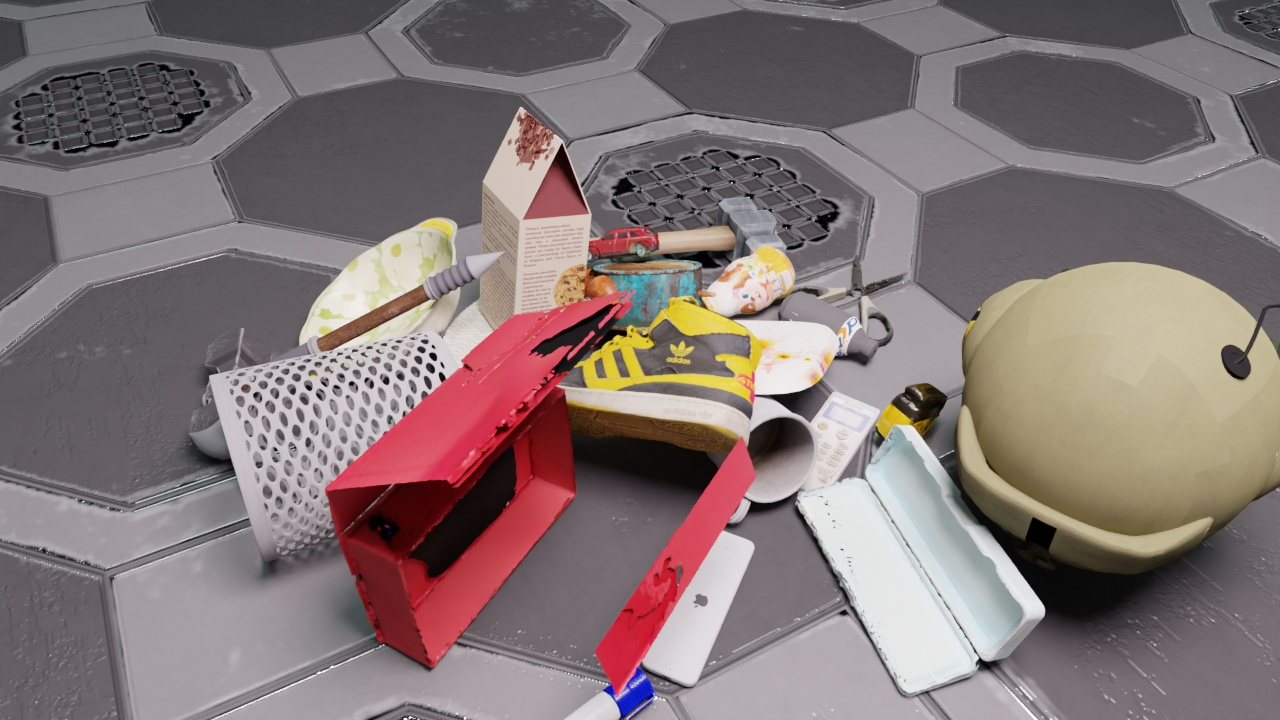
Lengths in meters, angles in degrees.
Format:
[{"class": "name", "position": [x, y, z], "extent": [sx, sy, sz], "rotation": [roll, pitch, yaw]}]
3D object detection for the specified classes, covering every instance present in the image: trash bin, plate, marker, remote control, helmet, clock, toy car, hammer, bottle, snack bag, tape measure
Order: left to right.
[{"class": "trash bin", "position": [-0.243, 0.064, 0.771], "extent": [0.183, 0.157, 0.156], "rotation": [-16, 44, -23]}, {"class": "hammer", "position": [-0.269, -0.028, 0.856], "extent": [0.322, 0.043, 0.155], "rotation": [-26, 42, 9]}, {"class": "snack bag", "position": [-0.100, -0.121, 0.862], "extent": [0.069, 0.207, 0.094], "rotation": [-10, 35, -27]}, {"class": "marker", "position": [-0.048, 0.265, 0.644], "extent": [0.132, 0.023, 0.027], "rotation": [-29, 71, -30]}, {"class": "toy car", "position": [-0.025, -0.124, 0.992], "extent": [0.091, 0.036, 0.042], "rotation": [-10, 7, 1]}, {"class": "clock", "position": [-0.010, -0.063, 0.960], "extent": [0.157, 0.073, 0.121], "rotation": [-4, 12, -13]}, {"class": "hammer", "position": [0.004, -0.134, 1.063], "extent": [0.322, 0.051, 0.117], "rotation": [-7, 39, -15]}, {"class": "remote control", "position": [0.049, 0.194, 0.738], "extent": [0.045, 0.008, 0.146], "rotation": [17, 44, 17]}, {"class": "plate", "position": [0.093, -0.010, 0.899], "extent": [0.187, 0.016, 0.186], "rotation": [2, 20, 22]}, {"class": "bottle", "position": [0.115, -0.081, 1.015], "extent": [0.109, 0.063, 0.063], "rotation": [-29, 48, -10]}, {"class": "bottle", "position": [0.200, -0.034, 0.974], "extent": [0.112, 0.047, 0.046], "rotation": [30, 49, 29]}, {"class": "remote control", "position": [0.179, 0.079, 0.871], "extent": [0.050, 0.011, 0.135], "rotation": [24, 46, 24]}, {"class": "tape measure", "position": [0.255, 0.054, 0.862], "extent": [0.037, 0.064, 0.065], "rotation": [43, 23, 28]}, {"class": "helmet", "position": [0.355, 0.050, 0.707], "extent": [0.250, 0.256, 0.232], "rotation": [27, 44, 28]}]

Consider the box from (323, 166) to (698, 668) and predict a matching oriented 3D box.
[{"class": "box", "position": [-0.110, 0.040, 0.640], "extent": [0.124, 0.379, 0.210], "rotation": [34, 47, 9]}]

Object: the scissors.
[{"class": "scissors", "position": [0.243, -0.070, 1.041], "extent": [0.170, 0.013, 0.157], "rotation": [-12, 45, -13]}]

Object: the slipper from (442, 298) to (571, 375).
[{"class": "slipper", "position": [-0.124, -0.029, 0.959], "extent": [0.115, 0.052, 0.262], "rotation": [13, 32, 7]}]

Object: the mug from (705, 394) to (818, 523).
[{"class": "mug", "position": [0.096, 0.086, 0.812], "extent": [0.084, 0.113, 0.070], "rotation": [31, 6, -28]}]

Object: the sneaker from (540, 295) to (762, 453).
[{"class": "sneaker", "position": [-0.005, 0.005, 0.802], "extent": [0.239, 0.086, 0.122], "rotation": [7, 66, 29]}]

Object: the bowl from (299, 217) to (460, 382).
[{"class": "bowl", "position": [-0.252, -0.049, 0.936], "extent": [0.189, 0.060, 0.219], "rotation": [20, 66, 44]}]

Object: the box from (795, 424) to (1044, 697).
[{"class": "box", "position": [0.217, 0.154, 0.737], "extent": [0.122, 0.078, 0.197], "rotation": [-25, 46, -1]}]
